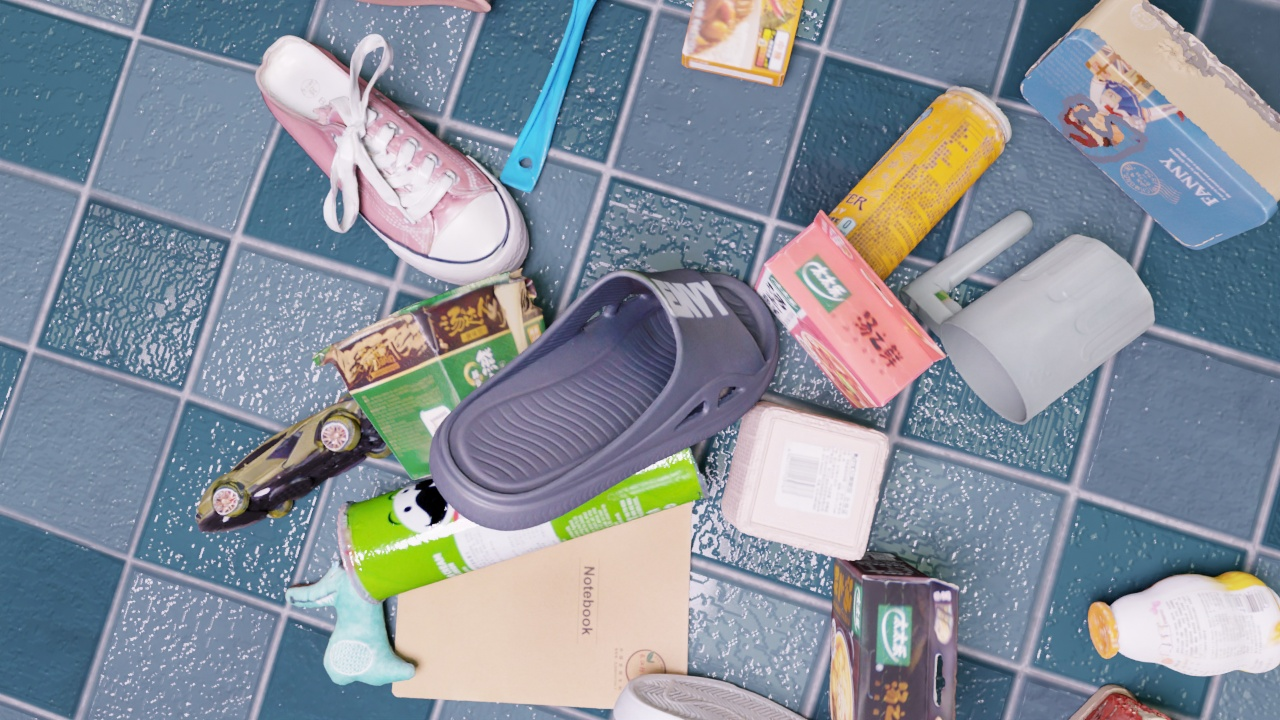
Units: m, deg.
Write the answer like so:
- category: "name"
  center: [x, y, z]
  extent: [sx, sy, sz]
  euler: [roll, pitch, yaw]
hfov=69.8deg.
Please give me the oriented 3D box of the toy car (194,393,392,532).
- category: "toy car"
  center: [-0.235, 0.071, 0.632]
  extent: [0.158, 0.070, 0.042]
  euler: [-32, 76, 0]

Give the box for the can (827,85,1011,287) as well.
- category: "can"
  center: [0.181, -0.114, 0.623]
  extent: [0.058, 0.058, 0.146]
  euler: [43, 89, 6]

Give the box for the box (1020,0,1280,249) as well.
- category: "box"
  center: [0.344, -0.152, 0.600]
  extent: [0.059, 0.090, 0.184]
  euler: [-42, 83, -6]

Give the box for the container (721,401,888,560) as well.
- category: "container"
  center: [0.105, 0.076, 0.588]
  extent: [0.090, 0.111, 0.090]
  euler: [14, 87, 4]

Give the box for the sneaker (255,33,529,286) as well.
- category: "sneaker"
  center: [-0.181, -0.143, 0.634]
  extent: [0.241, 0.088, 0.118]
  euler: [43, 89, 6]

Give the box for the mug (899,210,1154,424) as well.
- category: "mug"
  center: [0.253, -0.035, 0.609]
  extent: [0.103, 0.084, 0.124]
  euler: [-36, 60, 0]

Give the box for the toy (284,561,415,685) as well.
- category: "toy"
  center: [-0.204, 0.182, 0.645]
  extent: [0.096, 0.030, 0.092]
  euler: [-6, 81, 11]

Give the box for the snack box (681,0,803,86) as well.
- category: "snack box"
  center: [0.083, -0.279, 0.657]
  extent: [0.075, 0.026, 0.153]
  euler: [14, 87, 4]

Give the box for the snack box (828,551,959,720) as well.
- category: "snack box"
  center: [0.152, 0.183, 0.570]
  extent: [0.053, 0.125, 0.113]
  euler: [3, 86, 4]

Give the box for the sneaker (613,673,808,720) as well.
- category: "sneaker"
  center: [0.089, 0.282, 0.593]
  extent: [0.242, 0.089, 0.091]
  euler: [22, 92, -1]

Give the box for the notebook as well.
- category: "notebook"
  center: [-0.069, 0.167, 0.646]
  extent: [0.208, 0.008, 0.147]
  euler: [2, 86, 4]

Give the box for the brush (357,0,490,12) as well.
- category: "brush"
  center: [-0.169, -0.290, 0.658]
  extent: [0.145, 0.063, 0.073]
  euler: [13, 83, 3]

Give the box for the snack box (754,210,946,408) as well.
- category: "snack box"
  center: [0.127, -0.026, 0.586]
  extent: [0.044, 0.127, 0.113]
  euler: [-39, 84, 0]

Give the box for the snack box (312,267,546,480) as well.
- category: "snack box"
  center: [-0.120, 0.013, 0.597]
  extent: [0.118, 0.117, 0.105]
  euler: [-20, 95, 40]

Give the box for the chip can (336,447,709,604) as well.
- category: "chip can"
  center: [-0.076, 0.094, 0.611]
  extent: [0.236, 0.072, 0.072]
  euler: [-17, 85, 1]

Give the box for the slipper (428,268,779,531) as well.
- category: "slipper"
  center: [-0.003, 0.003, 0.550]
  extent: [0.267, 0.084, 0.110]
  euler: [-31, 64, -36]

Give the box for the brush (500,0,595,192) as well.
- category: "brush"
  center: [-0.043, -0.242, 0.661]
  extent: [0.083, 0.046, 0.254]
  euler: [22, 92, 1]

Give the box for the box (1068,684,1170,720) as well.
- category: "box"
  center: [0.285, 0.297, 0.577]
  extent: [0.091, 0.080, 0.168]
  euler: [45, 89, 5]

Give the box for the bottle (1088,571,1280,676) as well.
- category: "bottle"
  center: [0.349, 0.170, 0.589]
  extent: [0.108, 0.063, 0.063]
  euler: [-4, 86, 3]
